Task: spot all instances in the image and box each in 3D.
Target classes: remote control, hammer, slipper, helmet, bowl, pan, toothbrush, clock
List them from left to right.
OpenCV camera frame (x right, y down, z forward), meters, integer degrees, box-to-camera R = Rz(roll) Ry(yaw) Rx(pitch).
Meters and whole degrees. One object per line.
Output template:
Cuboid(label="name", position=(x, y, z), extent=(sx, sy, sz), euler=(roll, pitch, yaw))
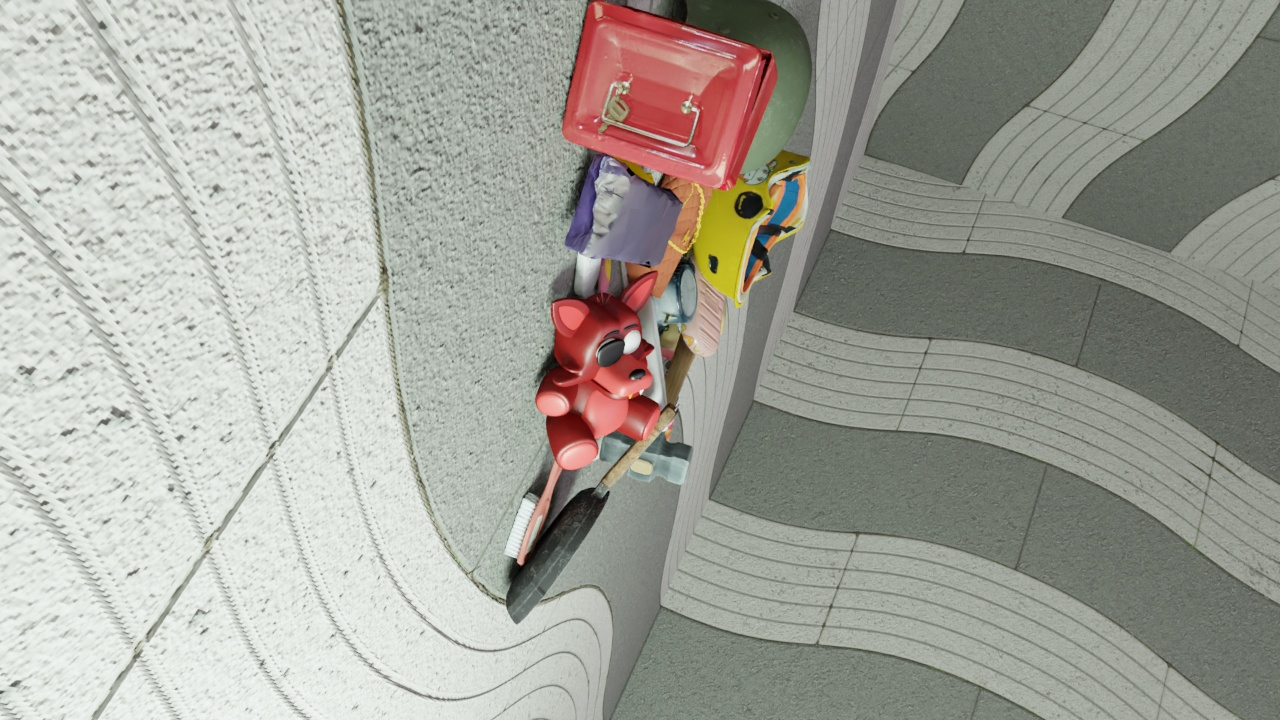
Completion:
Cuboid(label="pan", position=(-0.066, 0.182, 1.146), extent=(0.357, 0.040, 0.207), euler=(-54, -178, 16))
Cuboid(label="remote control", position=(-0.052, -0.126, 0.973), extent=(0.043, 0.013, 0.137), euler=(-54, 161, -47))
Cuboid(label="toothbrush", position=(-0.036, -0.128, 1.037), extent=(0.021, 0.016, 0.136), euler=(-56, 165, -49))
Cuboid(label="bowl", position=(-0.007, 0.007, 1.185), extent=(0.176, 0.066, 0.176), euler=(-5, 87, -87))
Cuboid(label="hammer", position=(0.040, 0.050, 1.318), extent=(0.321, 0.117, 0.051), euler=(-66, 170, -53))
Cuboid(label="clock", position=(0.045, -0.106, 1.280), extent=(0.090, 0.052, 0.129), euler=(29, 63, -64))
Cuboid(label="slipper", position=(0.077, -0.089, 1.412), extent=(0.093, 0.082, 0.196), euler=(42, 41, -40))
Cuboid(label="slipper", position=(0.101, -0.072, 1.544), extent=(0.111, 0.079, 0.260), euler=(94, 23, -45))
Cuboid(label="helmet", position=(0.102, -0.294, 0.992), extent=(0.266, 0.154, 0.227), euler=(-55, 161, -46))
Cuboid(label="helmet", position=(0.143, -0.210, 1.353), extent=(0.239, 0.140, 0.209), euler=(-57, 163, -13))

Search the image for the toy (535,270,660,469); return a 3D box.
Cuboid(label="toy", position=(-0.042, 0.008, 1.009), extent=(0.158, 0.120, 0.198), euler=(-19, 131, -39))

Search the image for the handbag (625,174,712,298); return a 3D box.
Cuboid(label="handbag", position=(0.042, -0.179, 1.173), extent=(0.171, 0.060, 0.109), euler=(-64, 162, -19))

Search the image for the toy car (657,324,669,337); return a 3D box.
Cuboid(label="toy car", position=(0.020, -0.053, 1.337), extent=(0.105, 0.032, 0.048), euler=(-56, 163, -48))

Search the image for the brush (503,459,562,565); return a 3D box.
Cuboid(label="brush", position=(-0.124, 0.166, 1.115), extent=(0.172, 0.030, 0.041), euler=(-69, 167, 9))

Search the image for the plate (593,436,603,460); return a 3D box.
Cuboid(label="plate", position=(-0.035, 0.064, 1.303), extent=(0.182, 0.034, 0.182), euler=(23, 89, -77))

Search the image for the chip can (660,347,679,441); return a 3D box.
Cuboid(label="chip can", position=(0.022, 0.087, 1.491), extent=(0.234, 0.073, 0.072), euler=(100, 17, -44))

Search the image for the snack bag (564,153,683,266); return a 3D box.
Cuboid(label="snack bag", position=(-0.011, -0.146, 0.938), extent=(0.096, 0.058, 0.205), euler=(-69, 165, 9))

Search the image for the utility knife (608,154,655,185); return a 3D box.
Cuboid(label="utility knife", position=(-0.010, -0.205, 0.992), extent=(0.030, 0.017, 0.155), euler=(-39, 171, 8))

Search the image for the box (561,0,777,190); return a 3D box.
Cuboid(label="box", position=(0.027, -0.232, 0.812), extent=(0.122, 0.157, 0.137), euler=(-47, 158, -68))
